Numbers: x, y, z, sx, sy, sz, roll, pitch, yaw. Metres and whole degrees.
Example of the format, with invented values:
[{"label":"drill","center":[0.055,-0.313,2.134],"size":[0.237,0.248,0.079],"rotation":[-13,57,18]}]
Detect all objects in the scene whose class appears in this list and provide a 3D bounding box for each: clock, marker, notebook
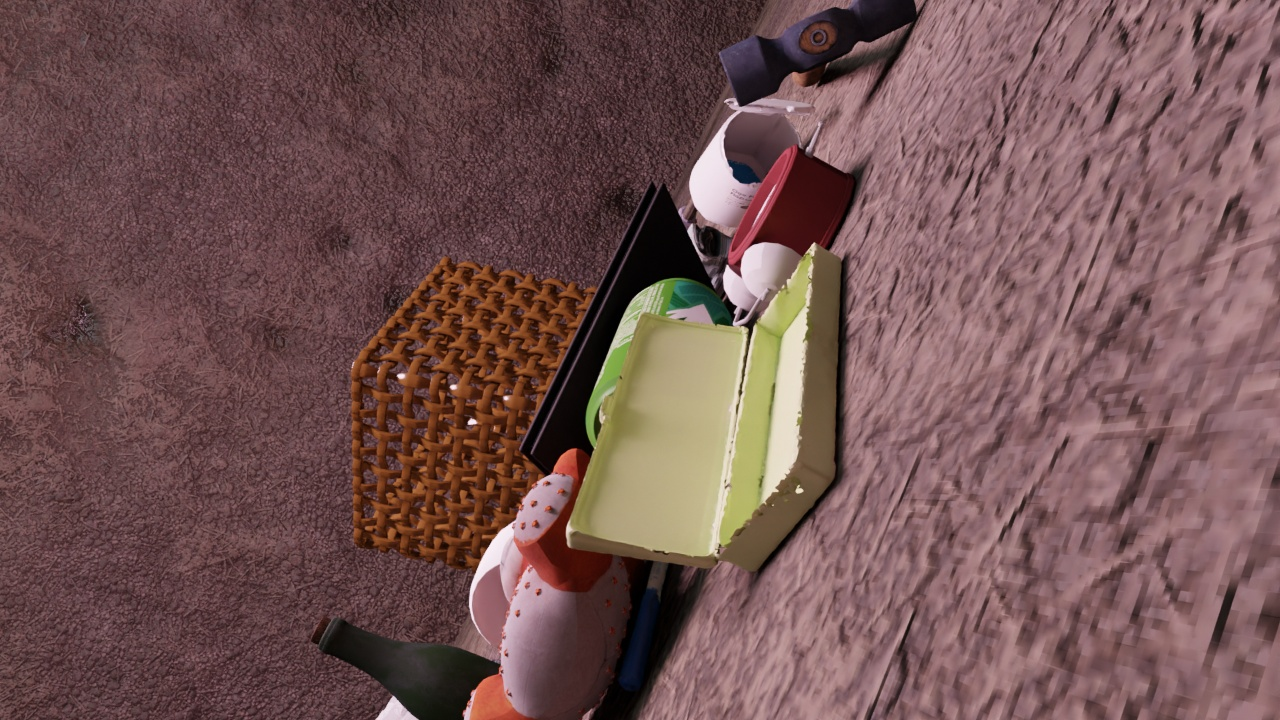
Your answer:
[{"label":"clock","center":[0.087,-0.078,0.567],"size":[0.124,0.044,0.087],"rotation":[-63,5,-7]},{"label":"marker","center":[0.009,0.125,0.525],"size":[0.013,0.013,0.141],"rotation":[-60,7,37]},{"label":"notebook","center":[-0.004,0.004,0.720],"size":[0.231,0.019,0.169],"rotation":[-66,-30,-21]}]

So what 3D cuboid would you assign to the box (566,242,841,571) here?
[{"label":"box","center":[0.044,0.022,0.447],"size":[0.134,0.061,0.187],"rotation":[-19,28,22]}]

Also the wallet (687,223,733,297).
[{"label":"wallet","center":[0.046,-0.060,0.885],"size":[0.100,0.054,0.132],"rotation":[-70,4,-66]}]

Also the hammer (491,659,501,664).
[{"label":"hammer","center":[-0.114,0.321,0.648],"size":[0.098,0.044,0.322],"rotation":[-64,8,1]}]

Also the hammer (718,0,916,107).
[{"label":"hammer","center":[0.141,-0.246,0.749],"size":[0.129,0.040,0.321],"rotation":[-21,9,13]}]

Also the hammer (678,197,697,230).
[{"label":"hammer","center":[0.037,-0.132,0.992],"size":[0.317,0.028,0.146],"rotation":[124,158,-69]}]

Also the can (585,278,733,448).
[{"label":"can","center":[0.018,0.008,0.617],"size":[0.083,0.083,0.143],"rotation":[-60,6,32]}]

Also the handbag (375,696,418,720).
[{"label":"handbag","center":[-0.198,0.371,0.856],"size":[0.171,0.113,0.123],"rotation":[-54,-35,-31]}]

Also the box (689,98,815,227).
[{"label":"box","center":[0.094,-0.175,0.766],"size":[0.160,0.081,0.091],"rotation":[141,140,-75]}]

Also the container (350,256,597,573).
[{"label":"container","center":[-0.143,0.057,0.948],"size":[0.251,0.214,0.220],"rotation":[-72,-7,-60]}]

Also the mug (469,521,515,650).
[{"label":"mug","center":[-0.073,0.179,0.693],"size":[0.068,0.094,0.116],"rotation":[-71,-34,-71]}]

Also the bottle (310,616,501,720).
[{"label":"bottle","center":[-0.134,0.213,0.606],"size":[0.055,0.174,0.055],"rotation":[-63,5,10]}]

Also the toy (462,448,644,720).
[{"label":"toy","center":[-0.046,0.134,0.538],"size":[0.172,0.093,0.164],"rotation":[-28,-49,-81]}]
